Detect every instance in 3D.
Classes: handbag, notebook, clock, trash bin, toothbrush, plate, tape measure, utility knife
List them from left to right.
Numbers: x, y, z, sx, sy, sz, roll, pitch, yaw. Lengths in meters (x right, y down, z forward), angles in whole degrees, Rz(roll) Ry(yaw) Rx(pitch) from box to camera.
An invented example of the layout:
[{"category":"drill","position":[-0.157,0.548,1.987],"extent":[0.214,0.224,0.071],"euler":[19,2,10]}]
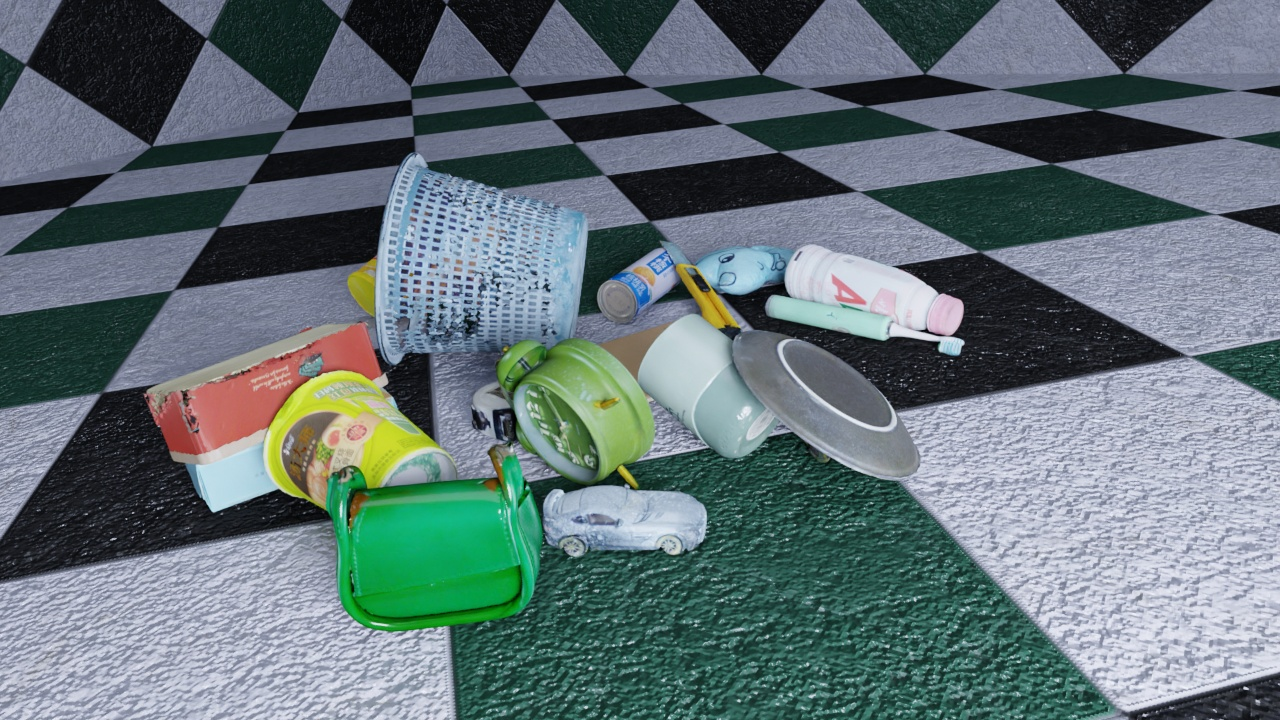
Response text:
[{"category":"handbag","position":[-0.131,0.112,0.601],"extent":[0.131,0.120,0.068],"euler":[-5,30,-4]},{"category":"trash bin","position":[-0.160,-0.095,0.984],"extent":[0.195,0.227,0.226],"euler":[8,25,-2]},{"category":"tape measure","position":[-0.123,0.044,0.851],"extent":[0.066,0.034,0.065],"euler":[12,28,32]},{"category":"clock","position":[-0.062,0.040,0.754],"extent":[0.161,0.116,0.056],"euler":[20,45,38]},{"category":"notebook","position":[-0.006,0.005,0.941],"extent":[0.211,0.012,0.149],"euler":[-18,27,-26]},{"category":"utility knife","position":[0.065,-0.087,1.060],"extent":[0.033,0.015,0.214],"euler":[-4,38,-21]},{"category":"toothbrush","position":[0.127,0.042,0.826],"extent":[0.012,0.017,0.185],"euler":[-17,26,-8]},{"category":"plate","position":[0.153,0.026,0.737],"extent":[0.179,0.024,0.179],"euler":[25,25,-13]},{"category":"toothbrush","position":[0.233,-0.039,0.974],"extent":[0.225,0.027,0.026],"euler":[15,-9,37]}]

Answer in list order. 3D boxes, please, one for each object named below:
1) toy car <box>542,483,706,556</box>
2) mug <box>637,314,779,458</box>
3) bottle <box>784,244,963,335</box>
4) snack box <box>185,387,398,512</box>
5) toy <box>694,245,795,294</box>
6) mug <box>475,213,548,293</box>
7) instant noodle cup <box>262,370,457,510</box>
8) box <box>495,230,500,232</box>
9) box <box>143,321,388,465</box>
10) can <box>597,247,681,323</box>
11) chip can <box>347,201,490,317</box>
[{"category":"toy car","position":[-0.012,0.115,0.674],"extent":[0.121,0.037,0.054],"euler":[1,25,6]},{"category":"mug","position":[0.066,0.029,0.783],"extent":[0.106,0.112,0.082],"euler":[39,83,24]},{"category":"bottle","position":[0.252,-0.074,1.001],"extent":[0.068,0.068,0.197],"euler":[-25,34,-37]},{"category":"snack box","position":[-0.306,0.068,0.812],"extent":[0.174,0.052,0.074],"euler":[-20,27,-29]},{"category":"toy","position":[0.132,-0.116,1.135],"extent":[0.156,0.050,0.161],"euler":[1,23,2]},{"category":"mug","position":[-0.160,-0.138,1.175],"extent":[0.103,0.084,0.123],"euler":[9,61,32]},{"category":"instant noodle cup","position":[-0.209,0.081,0.712],"extent":[0.123,0.112,0.111],"euler":[24,37,35]},{"category":"box","position":[-0.200,-0.156,1.279],"extent":[0.184,0.061,0.089],"euler":[-3,24,9]},{"category":"box","position":[-0.306,0.015,0.751],"extent":[0.091,0.077,0.167],"euler":[-1,20,45]},{"category":"can","position":[0.004,-0.093,1.104],"extent":[0.053,0.053,0.134],"euler":[9,28,27]},{"category":"chip can","position":[-0.272,-0.142,1.169],"extent":[0.072,0.072,0.212],"euler":[13,48,35]}]
